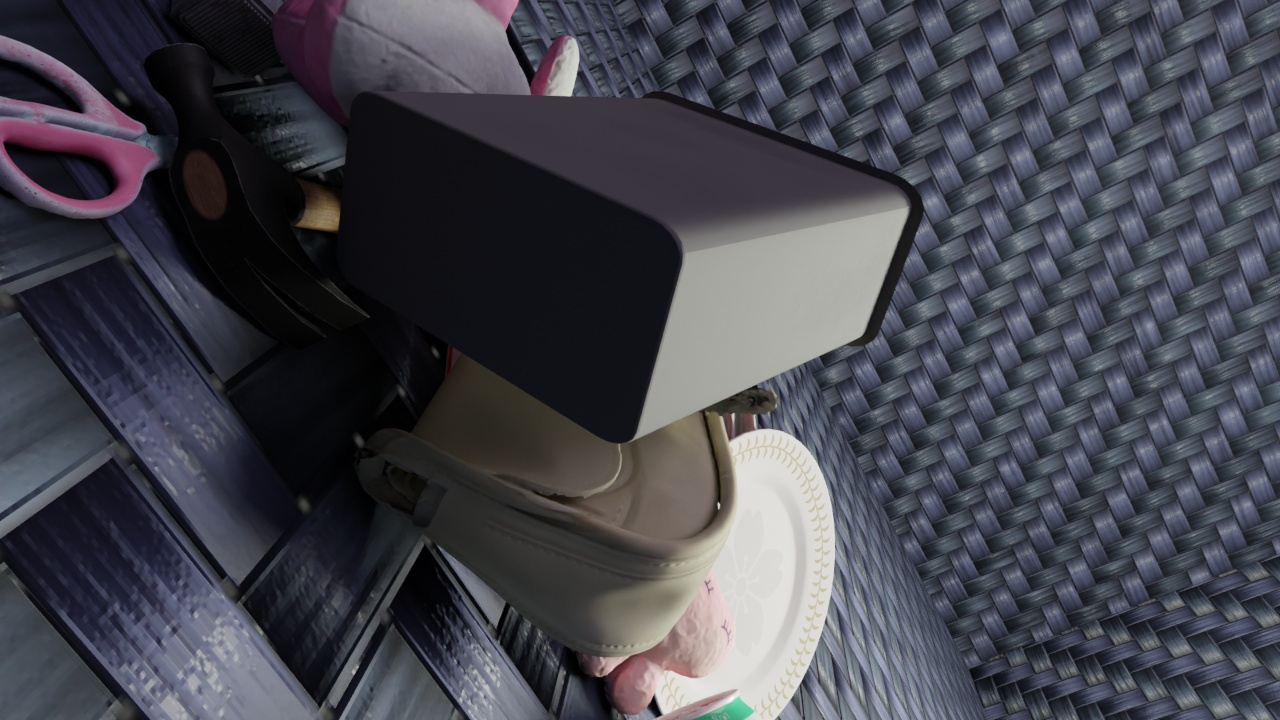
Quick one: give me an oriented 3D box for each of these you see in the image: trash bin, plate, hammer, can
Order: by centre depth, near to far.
[{"bbox_3d":[0.002,-0.063,0.449,0.192,0.098,0.219,29,28,29],"label":"trash bin"},{"bbox_3d":[0.055,0.284,0.528,0.165,0.088,0.088,68,15,16],"label":"can"},{"bbox_3d":[-0.150,-0.076,0.537,0.132,0.040,0.305,67,12,3],"label":"hammer"},{"bbox_3d":[-0.171,-0.158,0.616,0.322,0.044,0.098,46,22,-56],"label":"hammer"},{"bbox_3d":[0.080,0.172,0.700,0.241,0.016,0.242,-6,99,-48],"label":"plate"}]

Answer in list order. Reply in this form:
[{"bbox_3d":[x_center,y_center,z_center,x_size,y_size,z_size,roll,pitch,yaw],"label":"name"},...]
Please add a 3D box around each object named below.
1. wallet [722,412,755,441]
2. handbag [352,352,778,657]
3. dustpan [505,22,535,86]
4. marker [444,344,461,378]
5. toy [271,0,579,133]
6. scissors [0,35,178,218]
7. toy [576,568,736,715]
[{"bbox_3d":[0.072,0.054,0.742,0.086,0.032,0.116,-99,-178,-59],"label":"wallet"},{"bbox_3d":[-0.034,0.017,0.493,0.184,0.132,0.228,22,30,-5],"label":"handbag"},{"bbox_3d":[-0.119,-0.232,0.777,0.236,0.080,0.273,64,8,30],"label":"dustpan"},{"bbox_3d":[-0.112,0.002,0.575,0.019,0.019,0.145,53,18,-36],"label":"marker"},{"bbox_3d":[-0.123,-0.159,0.522,0.128,0.187,0.265,26,5,14],"label":"toy"},{"bbox_3d":[-0.215,-0.095,0.398,0.076,0.017,0.174,64,15,-1],"label":"scissors"},{"bbox_3d":[0.010,0.168,0.576,0.053,0.105,0.108,19,-36,56],"label":"toy"}]
